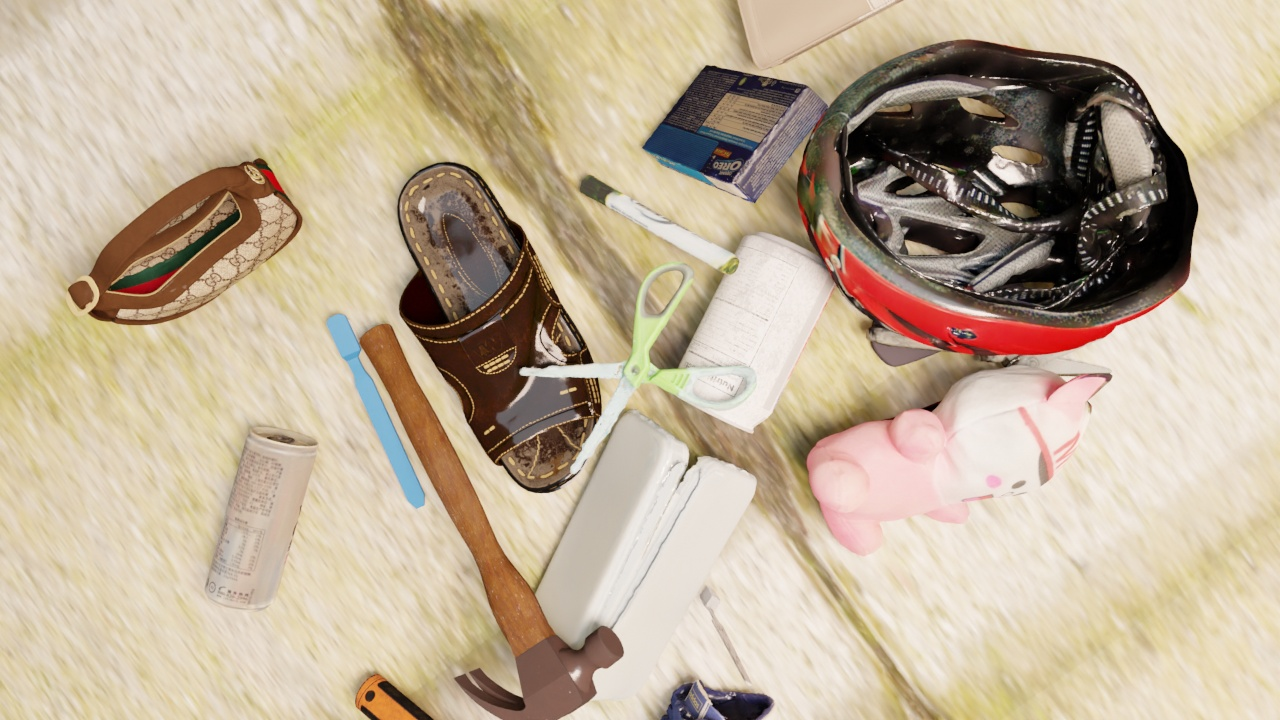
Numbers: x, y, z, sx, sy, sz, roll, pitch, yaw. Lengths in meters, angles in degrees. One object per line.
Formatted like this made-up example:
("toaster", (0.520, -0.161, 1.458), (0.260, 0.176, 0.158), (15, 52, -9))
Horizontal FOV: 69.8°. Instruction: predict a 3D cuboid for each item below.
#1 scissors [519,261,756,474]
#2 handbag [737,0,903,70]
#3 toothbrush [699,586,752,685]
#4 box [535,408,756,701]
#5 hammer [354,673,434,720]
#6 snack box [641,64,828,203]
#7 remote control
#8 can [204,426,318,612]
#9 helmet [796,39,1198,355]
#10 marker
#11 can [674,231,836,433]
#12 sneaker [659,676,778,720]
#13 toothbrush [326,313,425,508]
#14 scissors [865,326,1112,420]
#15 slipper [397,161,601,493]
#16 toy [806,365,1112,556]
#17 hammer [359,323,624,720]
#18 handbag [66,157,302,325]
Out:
("scissors", (0.001, 0.010, 0.651), (0.168, 0.023, 0.171), (28, 88, 8))
("handbag", (0.127, -0.333, 0.630), (0.176, 0.062, 0.198), (-19, 102, 33))
("toothbrush", (0.060, 0.188, 0.642), (0.010, 0.181, 0.010), (34, 89, -5))
("box", (0.010, 0.161, 0.705), (0.124, 0.106, 0.215), (24, 96, -25))
("hammer", (-0.085, 0.314, 0.660), (0.315, 0.035, 0.137), (27, 79, 27))
("snack box", (0.061, -0.164, 0.653), (0.027, 0.150, 0.082), (34, 95, -31))
("remote control", (0.240, -0.031, 0.716), (0.124, 0.009, 0.046), (-18, 91, 3))
("can", (-0.295, 0.123, 0.714), (0.054, 0.054, 0.135), (17, 92, 1))
("helmet", (0.234, -0.104, 0.630), (0.272, 0.167, 0.217), (3, 70, -8))
("marker", (0.012, -0.103, 0.689), (0.146, 0.017, 0.017), (33, 92, 25))
("can", (0.085, -0.021, 0.687), (0.078, 0.078, 0.136), (26, 92, 1))
("sneaker", (0.000, 0.306, 0.691), (0.233, 0.091, 0.118), (1, 96, 1))
("toothbrush", (-0.209, 0.041, 0.733), (0.016, 0.014, 0.166), (-23, 95, 2))
("scissors", (0.259, 0.008, 0.708), (0.179, 0.015, 0.187), (35, 101, -11))
("slipper", (-0.111, -0.026, 0.694), (0.113, 0.075, 0.268), (-24, 91, 3))
("toy", (0.229, 0.066, 0.669), (0.213, 0.142, 0.084), (-22, 54, 9))
("hammer", (-0.130, 0.112, 0.677), (0.115, 0.033, 0.323), (-36, 72, 16))
("handbag", (-0.335, -0.084, 0.668), (0.166, 0.138, 0.063), (-35, 89, 3))
